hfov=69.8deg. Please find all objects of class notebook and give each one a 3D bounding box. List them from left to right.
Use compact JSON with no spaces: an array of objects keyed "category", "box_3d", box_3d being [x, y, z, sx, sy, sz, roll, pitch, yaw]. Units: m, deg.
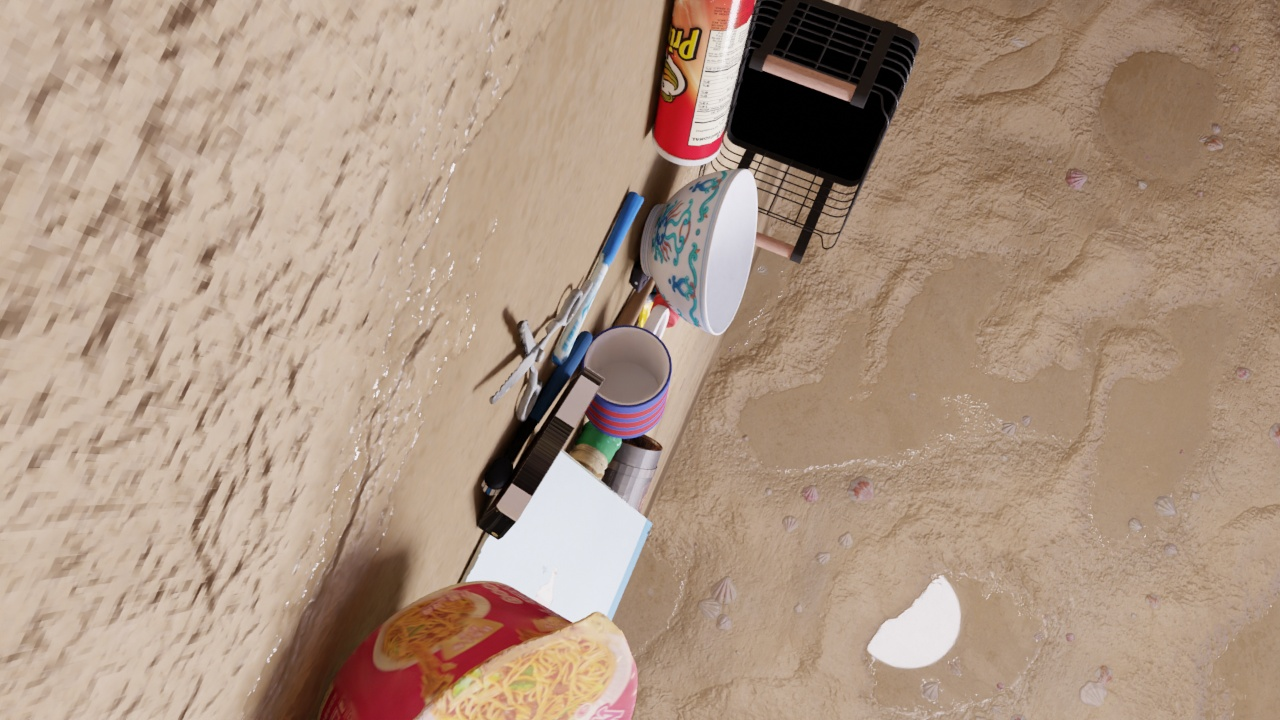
[{"category":"notebook","box_3d":[-0.084,0.207,0.715,0.181,0.009,0.253,46,61,-44]}]

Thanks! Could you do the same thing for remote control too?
[{"category":"remote control","box_3d":[0.021,-0.113,0.876,0.136,0.015,0.032,-56,167,-46]}]

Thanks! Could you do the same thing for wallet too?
[{"category":"wallet","box_3d":[-0.070,0.065,0.649,0.122,0.019,0.072,-59,-175,-31]}]

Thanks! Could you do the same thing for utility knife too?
[{"category":"utility knife","box_3d":[0.006,0.004,0.980,0.030,0.017,0.165,-20,120,-44]}]

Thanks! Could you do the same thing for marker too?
[{"category":"marker","box_3d":[-0.031,-0.060,0.665,0.013,0.013,0.141,85,28,-74]}]

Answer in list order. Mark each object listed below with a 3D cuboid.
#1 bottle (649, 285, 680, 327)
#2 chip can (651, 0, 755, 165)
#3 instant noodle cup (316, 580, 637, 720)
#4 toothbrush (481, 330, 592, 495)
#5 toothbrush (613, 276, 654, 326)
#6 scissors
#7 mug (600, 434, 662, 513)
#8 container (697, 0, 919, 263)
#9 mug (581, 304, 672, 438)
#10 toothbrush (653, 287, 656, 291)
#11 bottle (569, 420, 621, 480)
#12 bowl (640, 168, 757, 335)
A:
[{"category":"bottle","box_3d":[0.048,-0.094,0.949,0.062,0.062,0.137,100,13,-58]},{"category":"chip can","box_3d":[0.045,-0.219,0.582,0.215,0.052,0.051,101,14,-56]},{"category":"instant noodle cup","box_3d":[-0.094,0.195,0.490,0.178,0.078,0.179,-24,130,-32]},{"category":"toothbrush","box_3d":[-0.070,0.032,0.653,0.014,0.014,0.167,-59,-178,44]},{"category":"toothbrush","box_3d":[0.003,-0.067,0.878,0.016,0.016,0.166,103,12,-51]},{"category":"scissors","box_3d":[-0.061,-0.015,0.582,0.142,0.014,0.161,107,8,-57]},{"category":"mug","box_3d":[-0.033,0.128,1.022,0.107,0.080,0.116,-70,-159,9]},{"category":"container","box_3d":[0.159,-0.233,0.927,0.242,0.163,0.130,100,14,-59]},{"category":"mug","box_3d":[-0.005,0.005,0.794,0.111,0.075,0.076,-61,171,-23]},{"category":"toothbrush","box_3d":[0.003,-0.026,0.991,0.022,0.017,0.135,30,82,-55]},{"category":"bottle","box_3d":[-0.056,0.108,0.870,0.043,0.043,0.110,103,12,-51]},{"category":"bowl","box_3d":[0.046,-0.100,0.803,0.144,0.074,0.144,13,89,-71]}]
